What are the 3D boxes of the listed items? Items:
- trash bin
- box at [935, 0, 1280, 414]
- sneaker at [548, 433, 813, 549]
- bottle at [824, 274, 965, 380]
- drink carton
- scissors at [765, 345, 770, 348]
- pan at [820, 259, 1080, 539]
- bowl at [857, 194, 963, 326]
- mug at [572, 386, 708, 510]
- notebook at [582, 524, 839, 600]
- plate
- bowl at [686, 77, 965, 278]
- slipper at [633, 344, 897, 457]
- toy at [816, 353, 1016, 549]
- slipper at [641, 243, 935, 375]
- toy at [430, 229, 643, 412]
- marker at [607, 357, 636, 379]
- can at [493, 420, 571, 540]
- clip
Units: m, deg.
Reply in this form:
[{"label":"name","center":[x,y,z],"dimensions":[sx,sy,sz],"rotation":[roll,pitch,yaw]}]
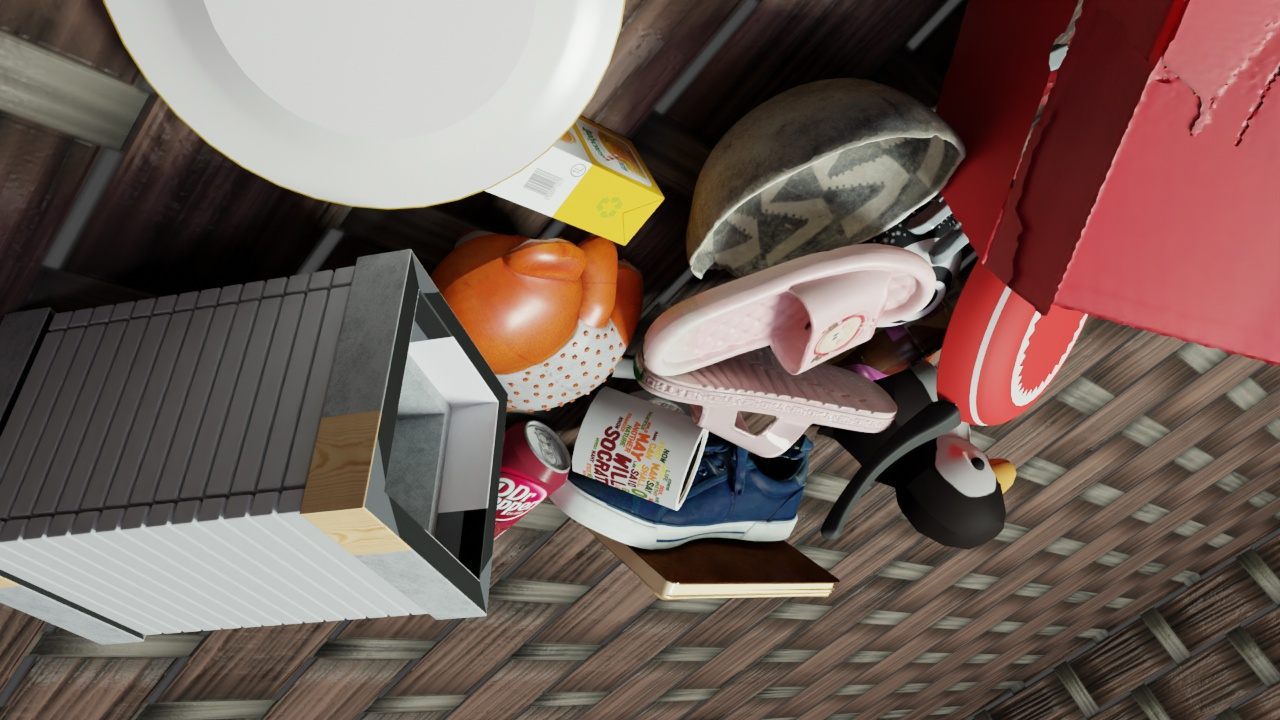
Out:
[{"label":"trash bin","center":[-0.220,0.057,0.505],"dimensions":[0.247,0.142,0.142],"rotation":[-7,145,11]},{"label":"box","center":[0.262,-0.124,0.469],"dimensions":[0.121,0.318,0.211],"rotation":[-15,133,-22]},{"label":"sneaker","center":[0.054,0.100,0.843],"dimensions":[0.294,0.121,0.127],"rotation":[6,110,-39]},{"label":"bottle","center":[0.219,-0.014,0.814],"dimensions":[0.166,0.059,0.059],"rotation":[-37,143,15]},{"label":"drink carton","center":[-0.051,-0.116,0.528],"dimensions":[0.122,0.058,0.040],"rotation":[16,127,-42]},{"label":"scissors","center":[0.125,-0.043,0.734],"dimensions":[0.123,0.019,0.148],"rotation":[-38,160,32]},{"label":"pan","center":[0.274,0.015,0.754],"dimensions":[0.355,0.067,0.209],"rotation":[-52,143,-12]},{"label":"bowl","center":[0.207,-0.070,0.732],"dimensions":[0.120,0.066,0.120],"rotation":[-16,143,-13]},{"label":"mug","center":[0.006,0.062,0.753],"dimensions":[0.089,0.105,0.074],"rotation":[19,134,11]},{"label":"notebook","center":[0.060,0.178,0.879],"dimensions":[0.225,0.167,0.024],"rotation":[11,103,-39]},{"label":"plate","center":[-0.117,-0.168,0.403],"dimensions":[0.229,0.021,0.230],"rotation":[-7,127,-9]},{"label":"bowl","center":[0.104,-0.124,0.579],"dimensions":[0.178,0.081,0.178],"rotation":[-18,168,-4]},{"label":"slipper","center":[0.097,0.033,0.745],"dimensions":[0.239,0.094,0.064],"rotation":[10,118,-24]},{"label":"toy","center":[0.267,0.099,0.877],"dimensions":[0.140,0.184,0.159],"rotation":[-30,144,8]},{"label":"slipper","center":[0.108,-0.029,0.647],"dimensions":[0.221,0.055,0.107],"rotation":[-13,154,-11]},{"label":"toy","center":[-0.081,-0.029,0.603],"dimensions":[0.164,0.092,0.172],"rotation":[-27,156,7]},{"label":"marker","center":[-0.004,0.004,0.744],"dimensions":[0.138,0.016,0.022],"rotation":[5,110,-36]},{"label":"can","center":[-0.115,0.103,0.759],"dimensions":[0.114,0.063,0.063],"rotation":[-40,142,19]},{"label":"clip","center":[0.292,-0.123,0.669],"dimensions":[0.159,0.030,0.174],"rotation":[30,104,-14]}]
